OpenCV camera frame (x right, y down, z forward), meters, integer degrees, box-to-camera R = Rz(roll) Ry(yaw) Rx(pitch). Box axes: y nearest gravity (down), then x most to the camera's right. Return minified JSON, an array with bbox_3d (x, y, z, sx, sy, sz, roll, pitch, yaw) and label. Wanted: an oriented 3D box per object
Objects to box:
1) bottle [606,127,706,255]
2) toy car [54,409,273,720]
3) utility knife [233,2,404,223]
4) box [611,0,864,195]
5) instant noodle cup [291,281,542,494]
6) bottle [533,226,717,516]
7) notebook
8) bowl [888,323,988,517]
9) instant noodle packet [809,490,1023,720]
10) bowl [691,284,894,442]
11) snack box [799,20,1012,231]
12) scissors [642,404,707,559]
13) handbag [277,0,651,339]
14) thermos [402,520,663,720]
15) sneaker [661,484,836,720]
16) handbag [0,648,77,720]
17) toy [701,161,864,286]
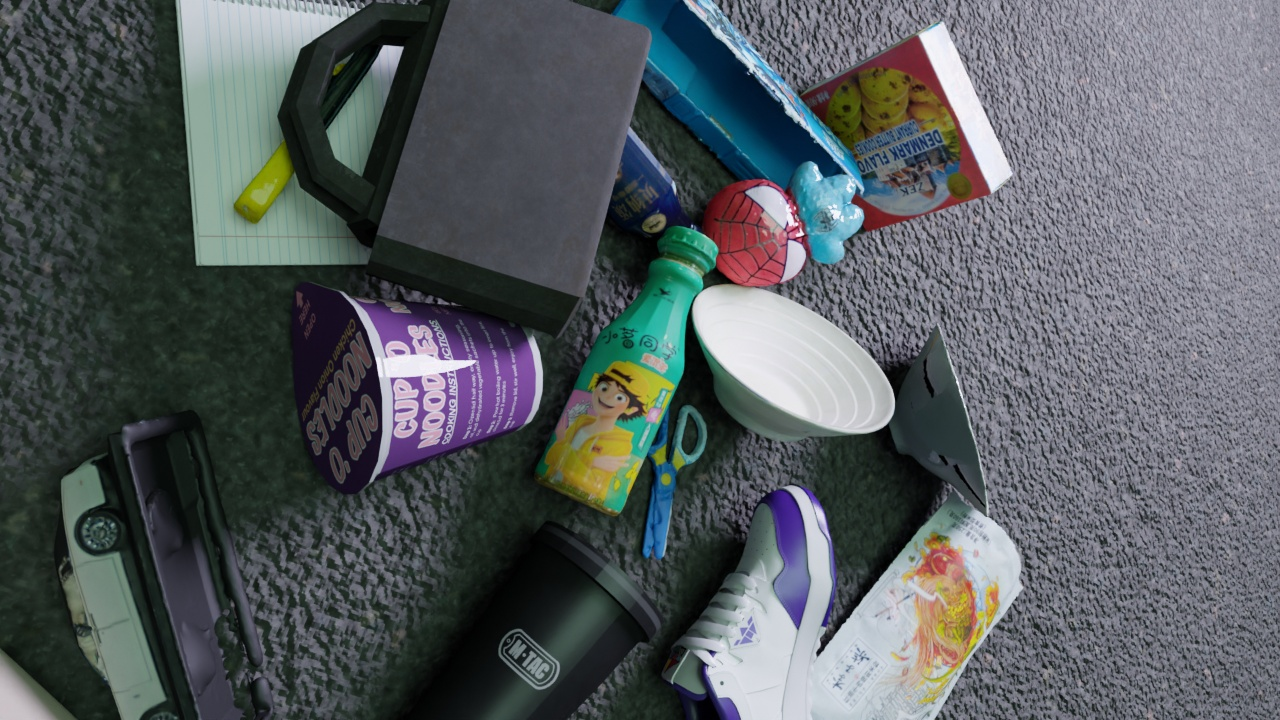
[{"bbox_3d":[-0.007,-0.131,0.696,0.161,0.056,0.056,46,63,-27],"label":"bottle"},{"bbox_3d":[-0.268,0.130,0.504,0.071,0.094,0.192,-15,94,-2],"label":"toy car"},{"bbox_3d":[-0.198,-0.165,0.587,0.020,0.029,0.187,38,68,-24],"label":"utility knife"},{"bbox_3d":[0.090,-0.222,0.750,0.243,0.086,0.091,39,65,-22],"label":"box"},{"bbox_3d":[-0.137,0.006,0.580,0.121,0.122,0.136,-8,61,-41],"label":"instant noodle cup"},{"bbox_3d":[-0.004,0.004,0.660,0.068,0.068,0.209,29,80,-26],"label":"bottle"},{"bbox_3d":[-0.174,-0.154,0.625,0.245,0.013,0.178,-4,89,-32],"label":"notebook"},{"bbox_3d":[0.261,0.058,0.828,0.174,0.068,0.174,-14,90,-73],"label":"bowl"},{"bbox_3d":[0.242,0.256,0.812,0.268,0.057,0.147,-46,107,-22],"label":"instant noodle packet"},{"bbox_3d":[0.109,0.015,0.726,0.176,0.058,0.176,19,32,-13],"label":"bowl"},{"bbox_3d":[0.227,-0.196,0.797,0.040,0.143,0.145,-37,103,-30],"label":"snack box"},{"bbox_3d":[0.014,0.091,0.712,0.070,0.022,0.130,22,77,-29],"label":"scissors"},{"bbox_3d":[-0.119,-0.135,0.574,0.199,0.102,0.197,18,78,-16],"label":"handbag"},{"bbox_3d":[-0.086,0.211,0.590,0.218,0.106,0.106,-48,109,-21],"label":"thermos"},{"bbox_3d":[0.073,0.212,0.697,0.111,0.092,0.244,11,78,-21],"label":"sneaker"},{"bbox_3d":[-0.391,0.207,0.413,0.197,0.101,0.194,-41,106,-16],"label":"handbag"},{"bbox_3d":[0.115,-0.108,0.745,0.133,0.062,0.092,-18,114,8],"label":"toy"}]
